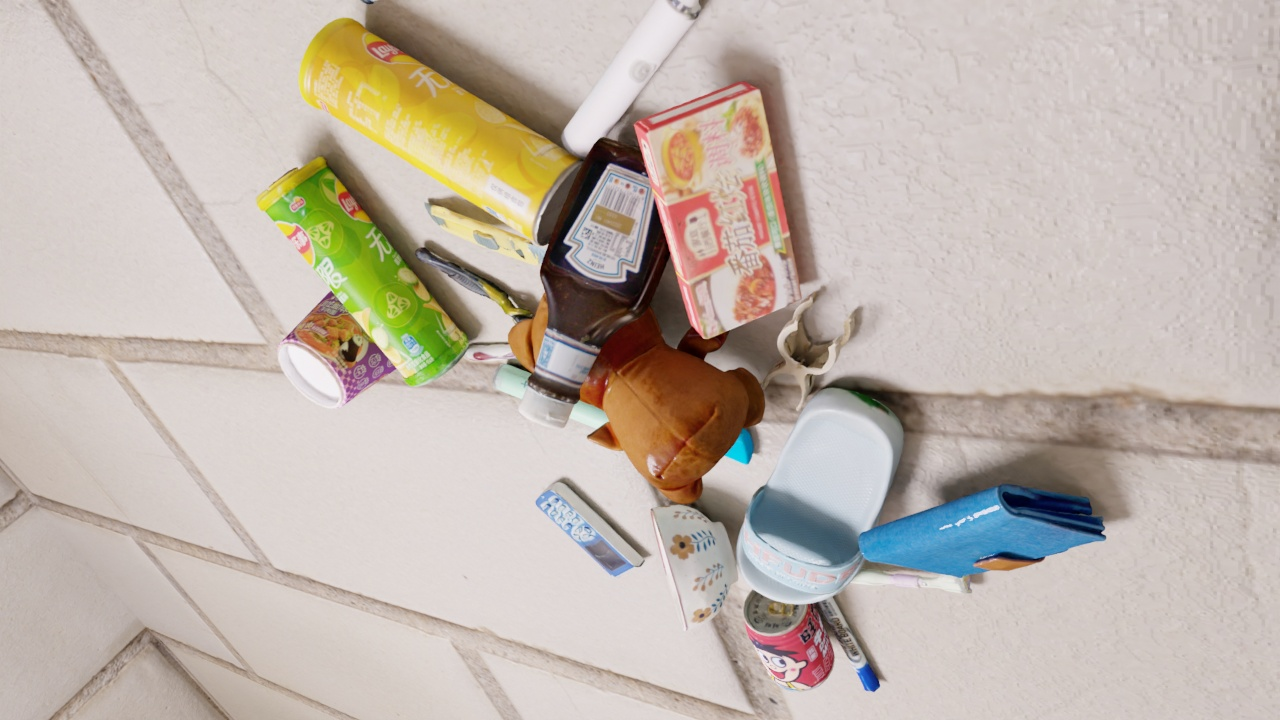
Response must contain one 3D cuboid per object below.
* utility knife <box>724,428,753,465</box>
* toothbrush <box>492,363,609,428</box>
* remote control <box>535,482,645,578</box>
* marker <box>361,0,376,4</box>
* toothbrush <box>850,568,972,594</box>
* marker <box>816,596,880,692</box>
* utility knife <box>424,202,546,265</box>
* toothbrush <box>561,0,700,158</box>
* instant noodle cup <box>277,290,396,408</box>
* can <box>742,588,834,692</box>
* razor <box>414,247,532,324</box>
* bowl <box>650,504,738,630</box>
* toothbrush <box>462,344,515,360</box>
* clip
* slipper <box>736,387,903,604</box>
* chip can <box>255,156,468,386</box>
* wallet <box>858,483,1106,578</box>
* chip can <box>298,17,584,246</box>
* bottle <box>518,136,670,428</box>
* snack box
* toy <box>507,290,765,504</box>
[{"bbox_3d":[0.000,0.037,0.783,0.207,0.018,0.034,22,140,16],"label":"utility knife"},{"bbox_3d":[-0.037,0.048,0.822,0.225,0.027,0.026,19,150,23],"label":"toothbrush"},{"bbox_3d":[-0.053,0.177,0.958,0.125,0.024,0.049,45,140,-5],"label":"remote control"},{"bbox_3d":[-0.162,-0.286,0.613,0.131,0.018,0.022,-29,98,48],"label":"marker"},{"bbox_3d":[0.188,0.182,0.783,0.190,0.020,0.029,-8,115,43],"label":"toothbrush"},{"bbox_3d":[0.189,0.254,0.851,0.017,0.016,0.146,-8,122,42],"label":"marker"},{"bbox_3d":[-0.113,-0.097,0.723,0.195,0.020,0.031,18,150,40],"label":"utility knife"},{"bbox_3d":[0.011,-0.197,0.556,0.222,0.026,0.026,-40,56,50],"label":"toothbrush"},{"bbox_3d":[-0.293,-0.013,0.907,0.112,0.099,0.112,20,136,20],"label":"instant noodle cup"},{"bbox_3d":[0.136,0.251,0.843,0.067,0.066,0.094,4,135,35],"label":"can"},{"bbox_3d":[-0.139,-0.062,0.804,0.143,0.022,0.042,34,-176,11],"label":"razor"},{"bbox_3d":[0.052,0.182,0.837,0.062,0.113,0.113,-16,126,-3],"label":"bowl"},{"bbox_3d":[-0.098,-0.005,0.826,0.188,0.017,0.016,-1,130,37],"label":"toothbrush"},{"bbox_3d":[0.107,-0.010,0.655,0.081,0.034,0.105,38,149,-2],"label":"clip"},{"bbox_3d":[0.135,0.123,0.721,0.104,0.074,0.246,28,136,16],"label":"slipper"},{"bbox_3d":[-0.246,-0.076,0.832,0.073,0.072,0.221,-18,115,46],"label":"chip can"},{"bbox_3d":[0.236,0.123,0.644,0.106,0.040,0.133,15,150,-26],"label":"wallet"},{"bbox_3d":[-0.142,-0.167,0.667,0.213,0.071,0.072,32,140,9],"label":"chip can"},{"bbox_3d":[-0.032,-0.048,0.625,0.080,0.044,0.195,24,96,16],"label":"bottle"},{"bbox_3d":[0.053,-0.092,0.587,0.025,0.075,0.153,-122,12,-56],"label":"snack box"},{"bbox_3d":[-0.004,0.004,0.692,0.199,0.130,0.140,41,99,11],"label":"toy"}]
